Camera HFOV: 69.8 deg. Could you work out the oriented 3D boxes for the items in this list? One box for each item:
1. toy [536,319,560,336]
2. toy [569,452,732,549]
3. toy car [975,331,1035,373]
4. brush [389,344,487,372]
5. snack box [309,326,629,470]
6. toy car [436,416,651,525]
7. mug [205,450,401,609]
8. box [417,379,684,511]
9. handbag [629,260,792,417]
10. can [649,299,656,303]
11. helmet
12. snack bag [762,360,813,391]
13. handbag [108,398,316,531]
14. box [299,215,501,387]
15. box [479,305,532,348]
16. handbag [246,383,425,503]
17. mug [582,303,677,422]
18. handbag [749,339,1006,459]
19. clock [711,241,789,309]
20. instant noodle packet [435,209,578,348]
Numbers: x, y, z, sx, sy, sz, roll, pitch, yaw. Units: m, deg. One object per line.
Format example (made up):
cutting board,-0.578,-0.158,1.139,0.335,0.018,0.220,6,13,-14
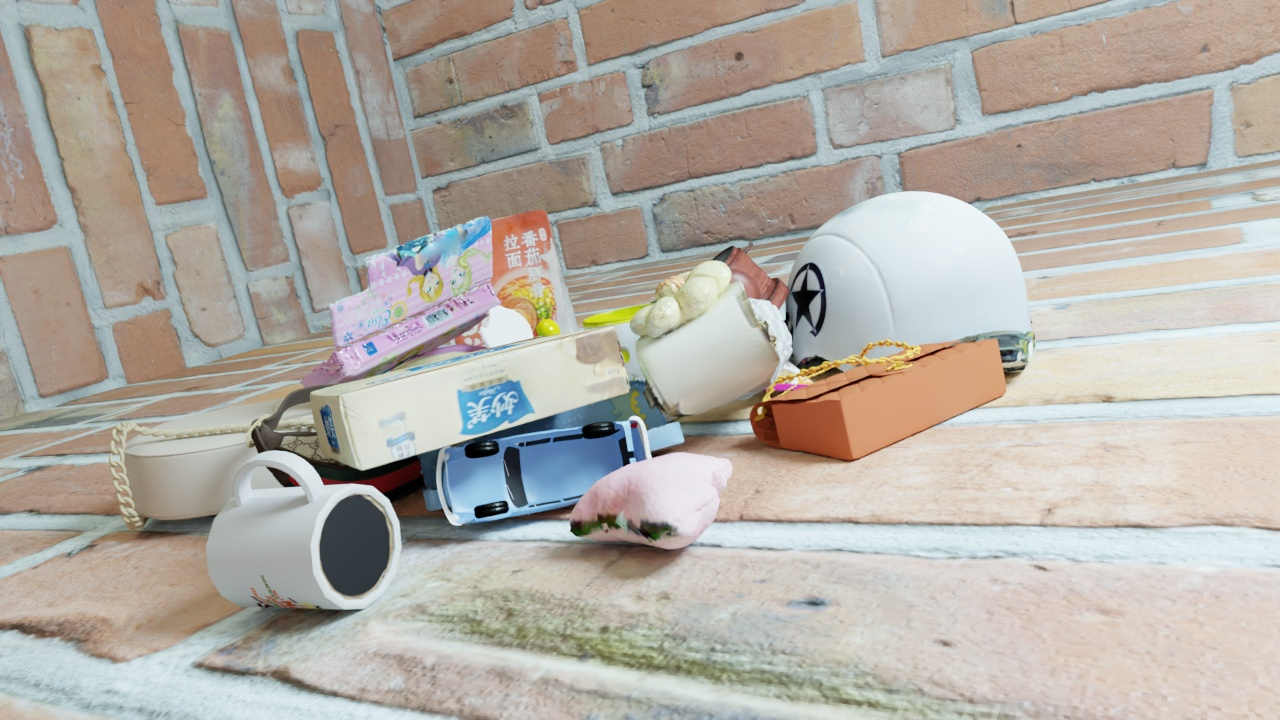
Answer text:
toy,-0.114,0.026,0.856,0.097,0.124,0.131,-39,14,23
toy,0.012,0.084,0.564,0.103,0.050,0.093,-6,14,46
toy car,0.306,-0.005,0.777,0.048,0.033,0.105,-2,5,28
brush,-0.269,0.040,1.020,0.228,0.089,0.043,-9,14,-7
snack box,-0.133,0.024,0.700,0.207,0.055,0.153,-15,5,-26
toy car,-0.069,0.079,0.660,0.153,0.056,0.055,-8,-10,-13
mug,-0.213,0.103,0.567,0.090,0.105,0.073,-7,24,27
box,-0.073,0.075,0.747,0.209,0.049,0.120,-13,23,-11
handbag,0.061,-0.022,0.777,0.113,0.123,0.171,-31,-6,15
can,0.080,-0.044,1.092,0.128,0.073,0.128,-10,-1,0
helmet,0.256,-0.087,0.938,0.236,0.164,0.264,-12,9,-8
snack bag,0.121,0.004,0.932,0.070,0.016,0.196,0,13,-5
handbag,-0.387,0.083,0.898,0.208,0.103,0.211,-11,10,-21
box,-0.227,-0.047,0.932,0.066,0.159,0.229,38,37,14
box,-0.089,-0.012,1.010,0.137,0.144,0.083,-11,52,16
handbag,-0.253,0.066,0.797,0.138,0.063,0.166,28,30,26
mug,-0.005,0.005,0.877,0.082,0.106,0.082,-11,10,2
handbag,0.183,0.020,0.720,0.171,0.060,0.109,-17,7,-30
clock,0.080,-0.052,0.926,0.121,0.072,0.157,-41,10,31
instant noodle packet,-0.175,-0.078,1.218,0.164,0.221,0.083,-10,8,13
